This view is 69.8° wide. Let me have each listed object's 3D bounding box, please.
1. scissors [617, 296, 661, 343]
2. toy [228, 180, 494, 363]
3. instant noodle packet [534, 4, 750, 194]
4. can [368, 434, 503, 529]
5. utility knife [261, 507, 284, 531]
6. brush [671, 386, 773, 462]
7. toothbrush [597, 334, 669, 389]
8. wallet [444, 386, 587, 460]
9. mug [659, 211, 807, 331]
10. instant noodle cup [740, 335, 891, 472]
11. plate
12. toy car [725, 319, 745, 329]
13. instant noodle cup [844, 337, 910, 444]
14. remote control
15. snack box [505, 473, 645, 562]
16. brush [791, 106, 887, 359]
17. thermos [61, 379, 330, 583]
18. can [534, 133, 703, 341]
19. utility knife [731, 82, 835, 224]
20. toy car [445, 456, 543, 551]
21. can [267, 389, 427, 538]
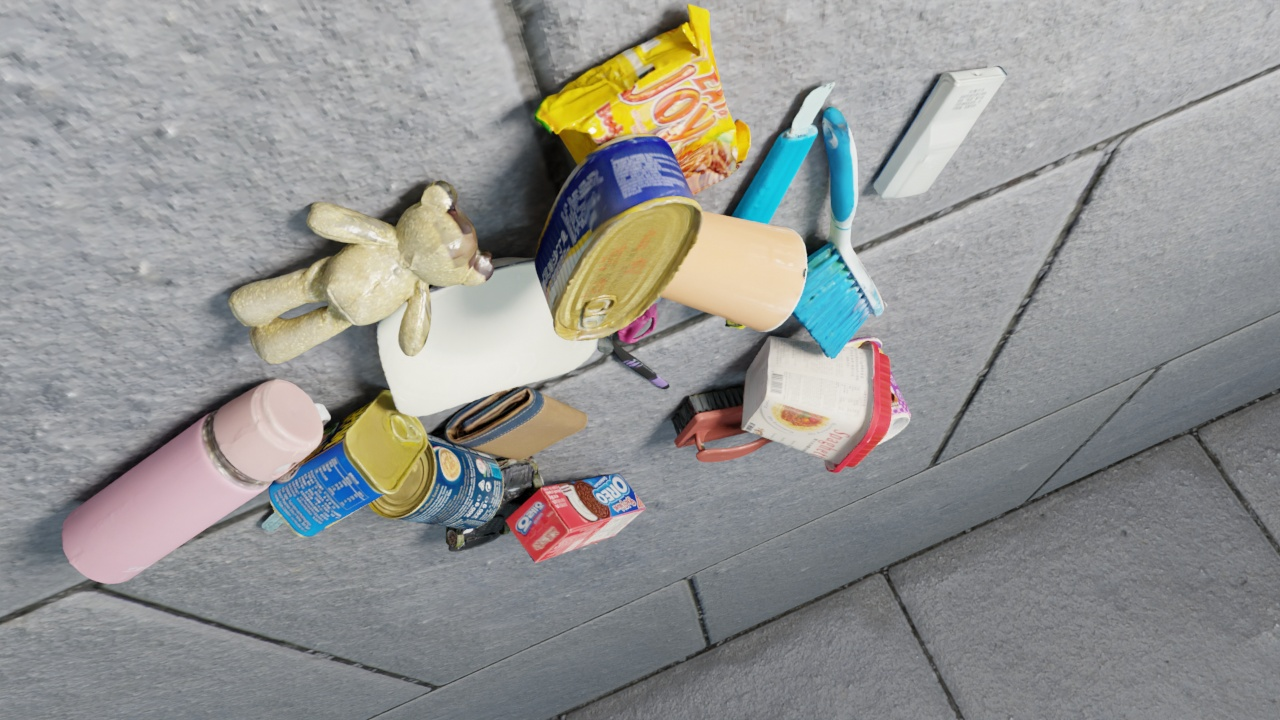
[{"bbox_3d":[0.010,-0.053,0.735,0.133,0.017,0.134,-10,148,-37],"label":"scissors"},{"bbox_3d":[-0.167,-0.047,0.543,0.157,0.066,0.105,-23,113,6],"label":"toy"},{"bbox_3d":[0.008,-0.136,0.537,0.111,0.044,0.128,-31,154,4],"label":"instant noodle packet"},{"bbox_3d":[-0.178,0.107,0.803,0.075,0.075,0.111,-31,155,14],"label":"can"},{"bbox_3d":[-0.275,0.100,0.783,0.184,0.019,0.031,-34,148,29],"label":"utility knife"},{"bbox_3d":[0.110,0.068,0.995,0.145,0.069,0.063,-9,152,-30],"label":"brush"},{"bbox_3d":[-0.005,0.005,0.833,0.014,0.016,0.189,-25,157,13],"label":"toothbrush"},{"bbox_3d":[-0.108,0.057,0.824,0.090,0.033,0.115,-29,156,14],"label":"wallet"},{"bbox_3d":[0.045,-0.070,0.644,0.122,0.078,0.078,12,140,-27],"label":"mug"},{"bbox_3d":[0.174,0.037,0.923,0.124,0.116,0.117,15,145,-7],"label":"instant noodle cup"},{"bbox_3d":[-0.106,-0.026,0.656,0.163,0.034,0.165,-17,154,-17],"label":"plate"},{"bbox_3d":[0.096,-0.062,0.736,0.032,0.048,0.105,16,150,-7],"label":"toy car"},{"bbox_3d":[0.245,0.043,1.034,0.111,0.099,0.112,-20,153,-11],"label":"instant noodle cup"},{"bbox_3d":[0.222,-0.168,0.689,0.049,0.024,0.125,-15,153,-22],"label":"remote control"},{"bbox_3d":[-0.064,0.166,0.991,0.058,0.057,0.207,-43,163,14],"label":"snack box"},{"bbox_3d":[0.153,-0.090,0.753,0.109,0.060,0.314,-36,151,10],"label":"brush"},{"bbox_3d":[-0.313,0.084,0.659,0.199,0.067,0.087,-33,175,14],"label":"thermos"},{"bbox_3d":[-0.017,-0.068,0.544,0.074,0.049,0.148,-10,156,-26],"label":"can"},{"bbox_3d":[0.093,-0.127,0.659,0.034,0.018,0.183,-9,150,-26],"label":"utility knife"},{"bbox_3d":[-0.156,0.150,0.946,0.070,0.042,0.159,-7,145,-40],"label":"toy car"},{"bbox_3d":[-0.219,0.077,0.689,0.083,0.057,0.102,-30,-164,15],"label":"can"}]
